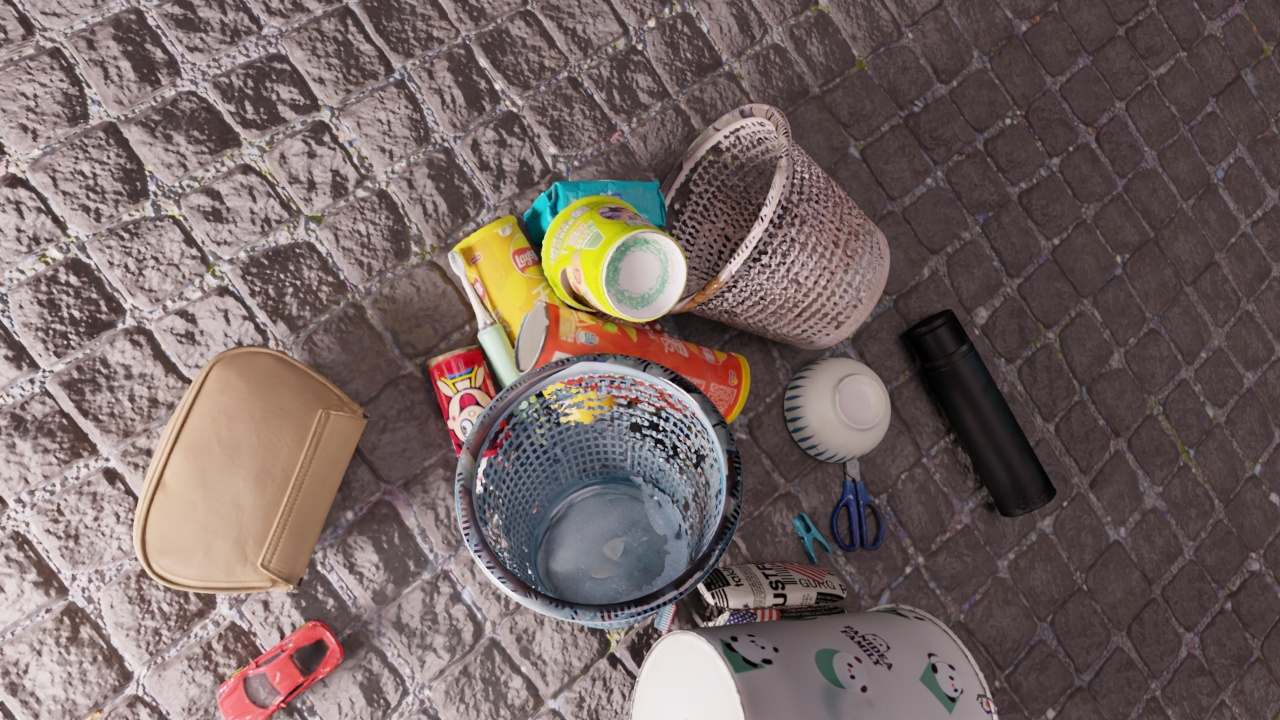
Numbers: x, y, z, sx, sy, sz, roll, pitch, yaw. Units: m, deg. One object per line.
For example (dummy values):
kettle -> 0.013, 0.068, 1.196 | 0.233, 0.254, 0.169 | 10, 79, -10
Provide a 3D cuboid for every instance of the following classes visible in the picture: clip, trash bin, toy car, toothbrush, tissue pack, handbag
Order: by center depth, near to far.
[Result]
handbag -> -0.330, 0.095, 0.773 | 0.147, 0.100, 0.204 | 25, 73, -23
toy car -> -0.308, 0.269, 0.785 | 0.106, 0.031, 0.049 | -34, 92, -20
trash bin -> -0.032, 0.138, 0.799 | 0.226, 0.195, 0.226 | 0, 60, 0
trash bin -> 0.143, 0.332, 0.810 | 0.251, 0.230, 0.229 | 9, 77, -29
toothbrush -> -0.131, -0.001, 0.871 | 0.026, 0.027, 0.224 | -28, 105, -17
toothbrush -> -0.002, 0.325, 0.896 | 0.017, 0.016, 0.187 | 24, 73, -6
tissue pack -> -0.047, -0.148, 0.919 | 0.133, 0.093, 0.050 | -4, 86, -21
trash bin -> 0.135, -0.113, 0.930 | 0.192, 0.228, 0.227 | 26, 72, -28
toy car -> 0.028, 0.082, 0.937 | 0.091, 0.036, 0.043 | 24, 75, -16
clip -> 0.182, 0.190, 0.988 | 0.039, 0.014, 0.056 | -33, 92, -23

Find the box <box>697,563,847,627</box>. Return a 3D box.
box -> 0.134, 0.260, 0.941 | 0.162, 0.076, 0.088 | 4, 103, -23

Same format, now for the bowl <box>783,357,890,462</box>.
bowl -> 0.221, 0.049, 0.992 | 0.116, 0.066, 0.116 | 3, 77, -15

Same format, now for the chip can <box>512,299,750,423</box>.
chip can -> -0.005, 0.005, 0.849 | 0.216, 0.073, 0.073 | 14, 76, -26

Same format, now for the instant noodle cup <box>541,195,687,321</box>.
instant noodle cup -> -0.018, -0.086, 0.822 | 0.111, 0.123, 0.112 | -6, 107, -21

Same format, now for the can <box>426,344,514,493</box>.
can -> -0.156, 0.056, 0.864 | 0.053, 0.053, 0.132 | -18, 87, -22

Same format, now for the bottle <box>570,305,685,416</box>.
bottle -> -0.003, -0.019, 0.931 | 0.057, 0.058, 0.175 | -43, 97, -21

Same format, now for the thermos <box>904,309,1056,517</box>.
thermos -> 0.397, 0.055, 1.065 | 0.089, 0.069, 0.242 | -29, 91, -44

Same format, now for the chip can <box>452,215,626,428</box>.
chip can -> -0.098, -0.033, 0.893 | 0.072, 0.072, 0.213 | -33, 94, -22

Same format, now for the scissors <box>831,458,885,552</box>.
scissors -> 0.247, 0.127, 1.025 | 0.108, 0.012, 0.174 | 24, 72, -13
